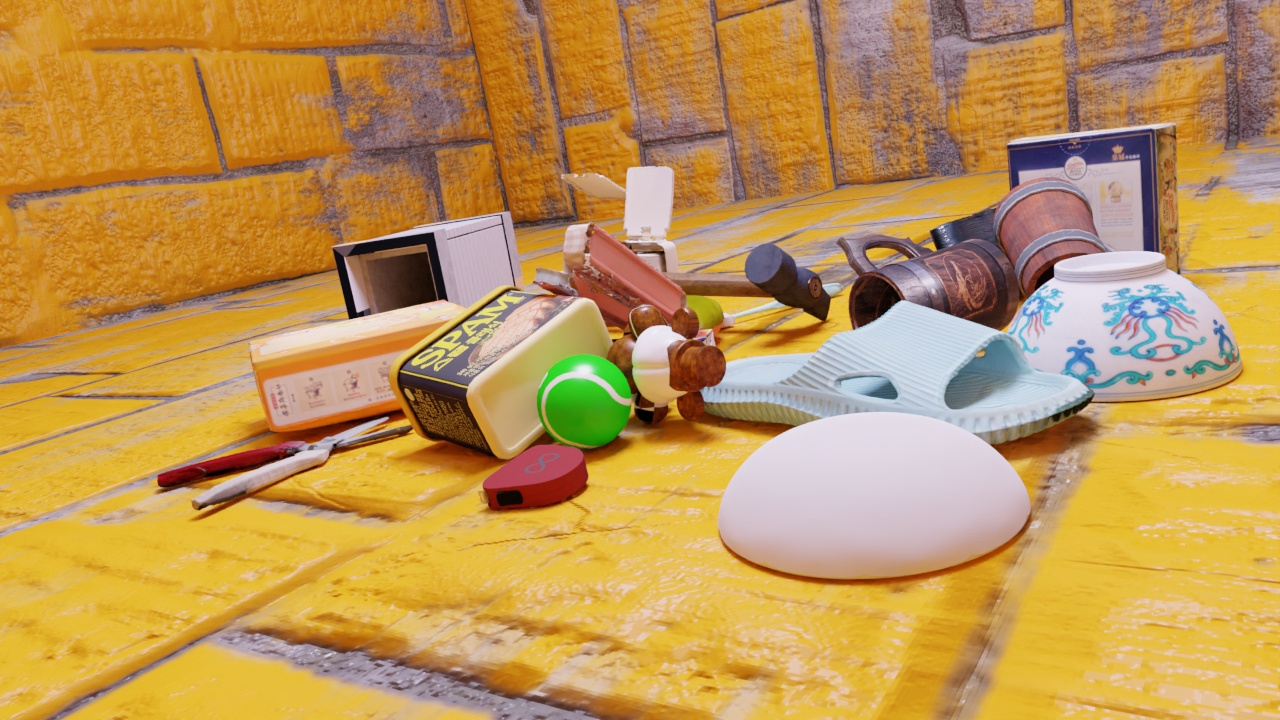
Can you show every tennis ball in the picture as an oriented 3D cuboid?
[{"bbox_3d":[-0.039,0.028,0.630,0.065,0.065,0.065,-9,13,2],"label":"tennis ball"}]

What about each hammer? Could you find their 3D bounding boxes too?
[{"bbox_3d":[0.045,-0.080,0.969,0.322,0.040,0.129,6,-13,41],"label":"hammer"}]

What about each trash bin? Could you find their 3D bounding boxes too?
[{"bbox_3d":[-0.274,-0.110,1.249,0.143,0.142,0.246,-6,13,16],"label":"trash bin"}]

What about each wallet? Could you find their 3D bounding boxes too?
[{"bbox_3d":[0.325,-0.095,0.863,0.114,0.089,0.026,-21,-1,-36],"label":"wallet"}]

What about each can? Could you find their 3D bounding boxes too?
[{"bbox_3d":[-0.100,0.006,0.689,0.104,0.075,0.134,10,41,46],"label":"can"}]

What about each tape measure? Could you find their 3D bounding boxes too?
[{"bbox_3d":[-0.061,0.073,0.557,0.051,0.019,0.058,2,24,36],"label":"tape measure"}]

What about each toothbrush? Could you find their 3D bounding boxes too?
[{"bbox_3d":[0.153,-0.061,1.004,0.180,0.016,0.017,-17,11,-27],"label":"toothbrush"}]

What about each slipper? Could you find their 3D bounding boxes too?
[{"bbox_3d":[0.142,0.006,0.596,0.115,0.069,0.277,-24,18,-39],"label":"slipper"}]

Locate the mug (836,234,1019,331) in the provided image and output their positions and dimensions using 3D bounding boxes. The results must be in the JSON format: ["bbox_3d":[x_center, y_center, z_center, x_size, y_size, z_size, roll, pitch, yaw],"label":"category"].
[{"bbox_3d":[0.225,-0.062,0.742,0.107,0.115,0.080,-16,-25,-23],"label":"mug"}]

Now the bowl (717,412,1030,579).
[{"bbox_3d":[0.110,0.054,0.452,0.149,0.043,0.149,-9,12,2],"label":"bowl"}]

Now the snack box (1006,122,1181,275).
[{"bbox_3d":[0.419,-0.139,0.854,0.042,0.145,0.145,-17,15,-31],"label":"snack box"}]

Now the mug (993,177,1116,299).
[{"bbox_3d":[0.375,-0.092,0.796,0.117,0.082,0.110,15,41,-5],"label":"mug"}]

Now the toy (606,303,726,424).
[{"bbox_3d":[0.018,0.003,0.650,0.067,0.087,0.113,-7,4,-37],"label":"toy"}]

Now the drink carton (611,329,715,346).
[{"bbox_3d":[-0.005,0.005,0.773,0.130,0.040,0.064,-5,13,20],"label":"drink carton"}]

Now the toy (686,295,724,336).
[{"bbox_3d":[0.036,-0.037,0.892,0.090,0.051,0.110,-1,10,6],"label":"toy"}]

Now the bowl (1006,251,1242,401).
[{"bbox_3d":[0.311,-0.030,0.606,0.144,0.074,0.144,-9,12,2],"label":"bowl"}]

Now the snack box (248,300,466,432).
[{"bbox_3d":[-0.254,0.006,0.855,0.195,0.081,0.145,-14,14,-22],"label":"snack box"}]

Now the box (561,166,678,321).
[{"bbox_3d":[-0.017,-0.136,1.083,0.144,0.180,0.080,6,18,30],"label":"box"}]

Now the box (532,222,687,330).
[{"bbox_3d":[-0.019,-0.059,0.764,0.067,0.056,0.187,-21,-23,21],"label":"box"}]

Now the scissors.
[{"bbox_3d":[-0.279,0.078,0.708,0.198,0.015,0.179,-9,11,0],"label":"scissors"}]
